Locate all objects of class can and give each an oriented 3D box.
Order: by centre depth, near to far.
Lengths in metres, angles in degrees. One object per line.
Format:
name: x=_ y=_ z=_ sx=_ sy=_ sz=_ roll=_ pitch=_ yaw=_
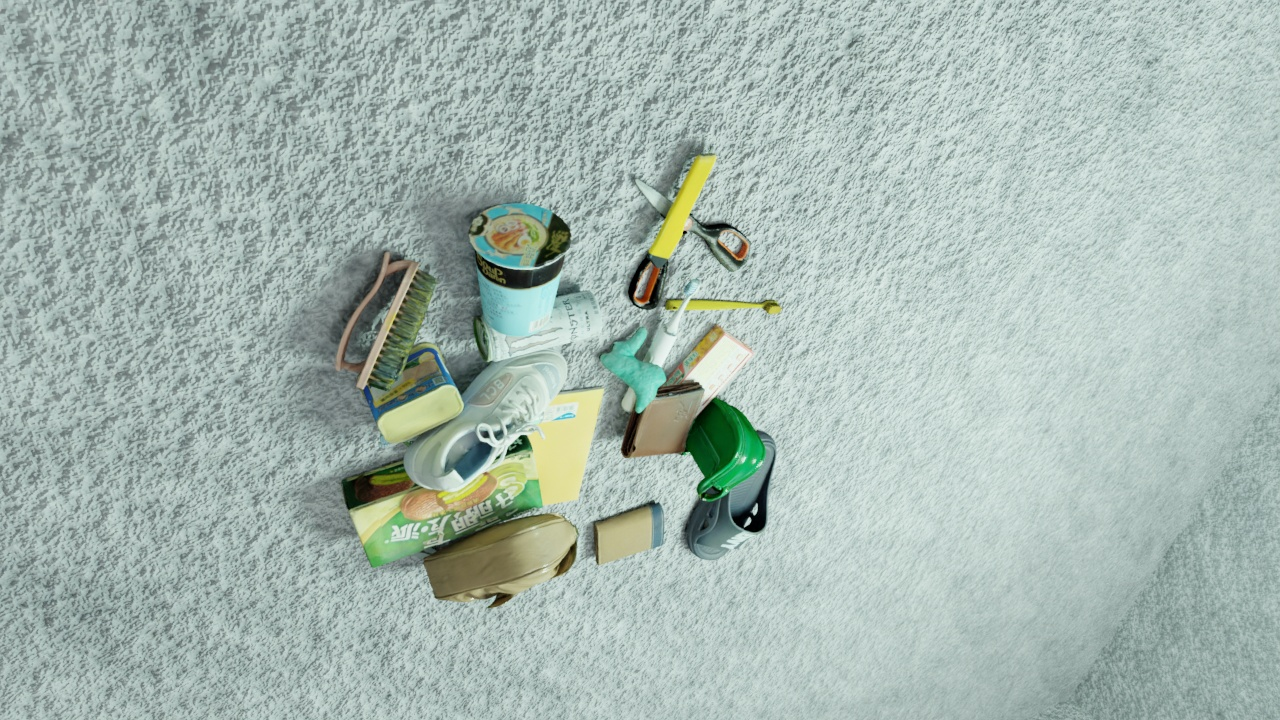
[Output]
can: x=-0.264 y=0.038 z=1.054 sx=0.102 sy=0.083 sz=0.057 roll=-26 pitch=135 yaw=-12
can: x=-0.121 y=-0.041 z=1.096 sx=0.146 sy=0.058 sz=0.058 roll=-15 pitch=132 yaw=-22

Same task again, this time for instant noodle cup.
instant noodle cup: x=-0.136 y=-0.094 z=1.019 sx=0.111 sy=0.111 sz=0.121 roll=-14 pitch=141 yaw=-23

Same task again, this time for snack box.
snack box: x=-0.251 y=0.172 z=1.185 sx=0.239 sy=0.063 sz=0.115 roll=-18 pitch=133 yaw=-16
snack box: x=0.085 y=0.026 z=1.309 sx=0.156 sy=0.027 sz=0.077 roll=-48 pitch=135 yaw=12

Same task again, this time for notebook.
notebook: x=-0.134 y=0.127 z=1.267 sx=0.145 sy=0.010 sz=0.207 roll=-6 pitch=129 yaw=-28

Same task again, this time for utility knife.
utility knife: x=0.048 y=-0.179 z=1.095 sx=0.033 sy=0.015 sz=0.154 roll=9 pitch=117 yaw=-41

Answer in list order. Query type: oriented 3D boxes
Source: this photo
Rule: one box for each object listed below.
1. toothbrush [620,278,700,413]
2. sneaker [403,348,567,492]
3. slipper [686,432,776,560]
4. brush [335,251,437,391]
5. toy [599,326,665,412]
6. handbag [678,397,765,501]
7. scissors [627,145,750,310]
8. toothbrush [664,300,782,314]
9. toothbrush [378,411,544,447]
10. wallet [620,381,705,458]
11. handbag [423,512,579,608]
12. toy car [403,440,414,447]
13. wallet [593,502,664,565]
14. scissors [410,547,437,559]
toothbrush: x=0.028 y=-0.019 z=1.222 sx=0.026 sy=0.026 sz=0.222 roll=-7 pitch=135 yaw=-44
sneaker: x=-0.165 y=0.066 z=1.086 sx=0.241 sy=0.091 sz=0.089 roll=-43 pitch=122 yaw=-30
slipper: x=0.158 y=0.241 z=1.501 sx=0.110 sy=0.083 sz=0.269 roll=1 pitch=123 yaw=-31
brush: x=-0.274 y=-0.042 z=0.990 sx=0.073 sy=0.063 sz=0.146 roll=23 pitch=100 yaw=-12
toy: x=-0.007 y=0.007 z=1.207 sx=0.092 sy=0.030 sz=0.096 roll=36 pitch=90 yaw=-2
handbag: x=0.111 y=0.127 z=1.338 sx=0.068 sy=0.131 sz=0.120 roll=29 pitch=110 yaw=-40
scissors: x=0.059 y=-0.155 z=1.143 sx=0.220 sy=0.021 sz=0.235 roll=10 pitch=120 yaw=-38
toothbrush: x=0.117 y=-0.073 z=1.252 sx=0.189 sy=0.016 sz=0.016 roll=-1 pitch=125 yaw=-32
toothbrush: x=-0.216 y=0.082 z=1.123 sx=0.224 sy=0.026 sz=0.027 roll=-9 pitch=120 yaw=-40
wallet: x=0.032 y=0.086 z=1.285 sx=0.101 sy=0.032 sz=0.125 roll=-7 pitch=131 yaw=-30
handbag: x=-0.184 y=0.269 z=1.231 sx=0.205 sy=0.100 sz=0.147 roll=-19 pitch=177 yaw=33
toy car: x=-0.271 y=0.088 z=1.126 sx=0.043 sy=0.036 sz=0.091 roll=-35 pitch=135 yaw=-5
wallet: x=-0.018 y=0.275 z=1.452 sx=0.115 sy=0.033 sz=0.090 roll=-16 pitch=130 yaw=-20
scissors: x=-0.269 y=0.283 z=1.312 sx=0.140 sy=0.012 sz=0.171 roll=-20 pitch=133 yaw=-14
